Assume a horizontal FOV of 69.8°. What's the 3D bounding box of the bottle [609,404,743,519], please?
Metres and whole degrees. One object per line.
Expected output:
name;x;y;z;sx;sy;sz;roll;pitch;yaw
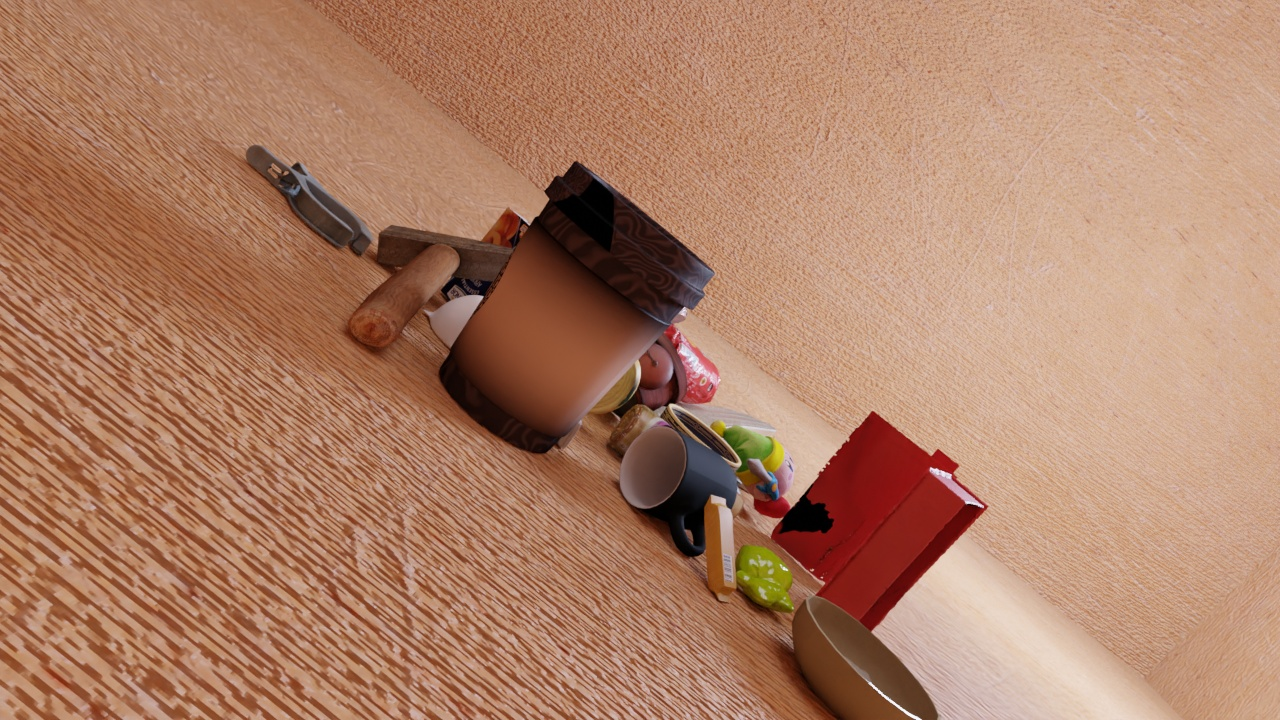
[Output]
bottle;0.044;0.119;1.022;0.166;0.060;0.059;40;9;-10

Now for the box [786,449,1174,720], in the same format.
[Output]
box;0.359;0.287;0.993;0.351;0.217;0.197;44;12;24

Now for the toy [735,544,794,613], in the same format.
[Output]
toy;0.125;0.221;0.926;0.094;0.036;0.093;25;21;-33

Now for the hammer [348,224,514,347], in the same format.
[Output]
hammer;-0.211;-0.073;0.892;0.158;0.037;0.300;10;20;-1

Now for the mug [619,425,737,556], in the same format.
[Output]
mug;0.043;0.135;0.907;0.094;0.085;0.121;30;41;-42

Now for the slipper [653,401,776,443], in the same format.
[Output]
slipper;0.099;0.101;1.298;0.115;0.052;0.262;27;13;38

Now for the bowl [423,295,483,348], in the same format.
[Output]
bowl;-0.160;-0.030;0.966;0.114;0.051;0.114;38;9;-8

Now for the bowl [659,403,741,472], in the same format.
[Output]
bowl;0.059;0.112;1.106;0.112;0.061;0.112;38;9;-8

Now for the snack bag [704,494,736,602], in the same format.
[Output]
snack bag;0.074;0.176;0.859;0.026;0.020;0.099;27;53;-46

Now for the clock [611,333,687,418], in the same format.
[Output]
clock;-0.007;0.006;1.125;0.120;0.072;0.158;44;-30;29

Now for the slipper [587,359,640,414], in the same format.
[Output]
slipper;-0.093;-0.024;1.066;0.263;0.099;0.078;40;7;31

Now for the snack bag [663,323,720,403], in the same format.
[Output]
snack bag;0.049;0.007;1.262;0.082;0.082;0.176;46;4;37

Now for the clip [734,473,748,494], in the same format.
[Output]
clip;0.146;0.160;1.303;0.056;0.056;0.102;10;20;-17

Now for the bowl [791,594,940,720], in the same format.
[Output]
bowl;0.191;0.284;0.824;0.152;0.050;0.152;38;9;-8

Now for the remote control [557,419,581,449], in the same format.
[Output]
remote control;-0.080;0.050;0.945;0.012;0.033;0.131;31;11;-19

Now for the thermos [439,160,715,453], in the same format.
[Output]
thermos;-0.065;-0.042;0.839;0.172;0.226;0.172;38;9;-8

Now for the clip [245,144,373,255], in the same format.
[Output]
clip;-0.356;-0.174;0.966;0.163;0.028;0.112;42;8;23

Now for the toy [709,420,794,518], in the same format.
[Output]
toy;0.147;0.137;1.190;0.123;0.097;0.131;-65;143;-57

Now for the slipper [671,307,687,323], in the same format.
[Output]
slipper;-0.060;-0.081;1.163;0.239;0.064;0.094;1;-10;0

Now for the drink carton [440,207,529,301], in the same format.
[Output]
drink carton;-0.168;-0.107;1.065;0.064;0.130;0.040;44;7;35
